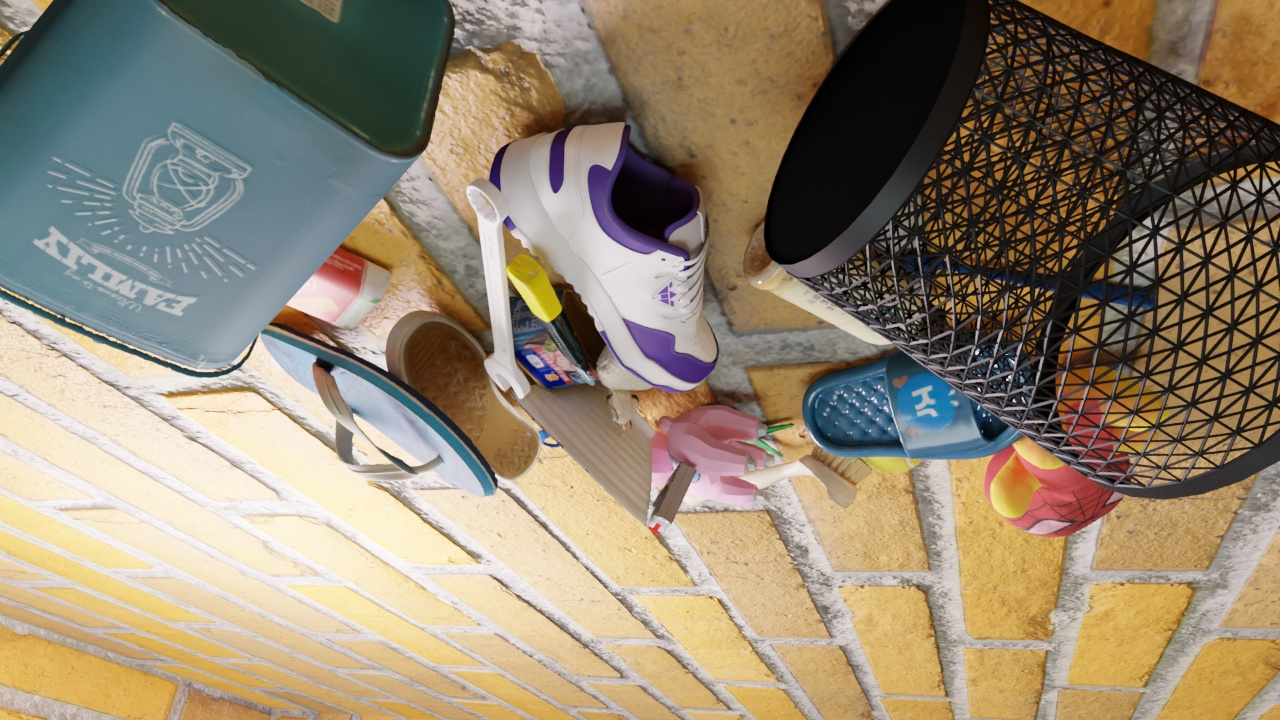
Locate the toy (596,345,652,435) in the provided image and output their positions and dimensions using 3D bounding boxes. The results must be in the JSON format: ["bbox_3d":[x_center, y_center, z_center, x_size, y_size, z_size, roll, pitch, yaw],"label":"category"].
[{"bbox_3d":[-0.005,0.005,0.781,0.112,0.050,0.087,-57,156,16],"label":"toy"}]

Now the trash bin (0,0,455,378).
[{"bbox_3d":[-0.233,-0.138,0.501,0.219,0.198,0.196,-28,136,35],"label":"trash bin"}]

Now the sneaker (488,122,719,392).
[{"bbox_3d":[0.011,-0.073,0.643,0.111,0.091,0.244,-15,137,31],"label":"sneaker"}]

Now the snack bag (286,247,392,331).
[{"bbox_3d":[-0.274,-0.071,0.756,0.116,0.036,0.077,26,145,-28],"label":"snack bag"}]

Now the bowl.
[{"bbox_3d":[-0.035,0.067,0.861,0.177,0.071,0.177,44,176,4],"label":"bowl"}]

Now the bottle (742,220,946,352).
[{"bbox_3d":[0.154,-0.051,0.674,0.162,0.056,0.057,23,146,-24],"label":"bottle"}]

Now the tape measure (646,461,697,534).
[{"bbox_3d":[0.026,0.131,0.864,0.020,0.060,0.062,28,153,1],"label":"tape measure"}]

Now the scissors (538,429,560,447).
[{"bbox_3d":[-0.069,0.065,0.963,0.127,0.014,0.134,22,143,-30],"label":"scissors"}]

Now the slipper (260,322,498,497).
[{"bbox_3d":[-0.250,0.047,0.807,0.295,0.060,0.118,25,144,29],"label":"slipper"}]

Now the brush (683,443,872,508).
[{"bbox_3d":[0.129,0.126,0.958,0.062,0.077,0.273,46,146,-17],"label":"brush"}]

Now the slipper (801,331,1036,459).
[{"bbox_3d":[0.226,0.042,0.770,0.214,0.104,0.059,-16,-176,43],"label":"slipper"}]

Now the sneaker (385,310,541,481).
[{"bbox_3d":[-0.179,0.034,0.877,0.079,0.087,0.235,26,158,37],"label":"sneaker"}]

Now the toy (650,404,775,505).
[{"bbox_3d":[0.050,0.093,0.911,0.158,0.067,0.123,7,146,23],"label":"toy"}]

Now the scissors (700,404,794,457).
[{"bbox_3d":[0.099,0.077,0.943,0.125,0.011,0.132,30,144,-30],"label":"scissors"}]

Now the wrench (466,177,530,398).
[{"bbox_3d":[-0.104,-0.041,0.678,0.047,0.009,0.274,38,155,15],"label":"wrench"}]

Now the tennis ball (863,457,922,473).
[{"bbox_3d":[0.234,0.072,0.851,0.065,0.065,0.065,6,149,3],"label":"tennis ball"}]

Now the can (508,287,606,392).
[{"bbox_3d":[-0.069,-0.017,0.784,0.059,0.053,0.100,-9,146,21],"label":"can"}]

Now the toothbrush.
[{"bbox_3d":[0.285,-0.057,0.675,0.190,0.016,0.017,9,157,-2],"label":"toothbrush"}]

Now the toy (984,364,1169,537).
[{"bbox_3d":[0.373,0.087,0.812,0.147,0.098,0.216,-15,146,5],"label":"toy"}]

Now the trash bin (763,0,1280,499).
[{"bbox_3d":[0.214,-0.072,0.497,0.243,0.216,0.218,25,146,-15],"label":"trash bin"}]

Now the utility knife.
[{"bbox_3d":[-0.060,-0.021,0.686,0.029,0.020,0.203,42,169,23],"label":"utility knife"}]
